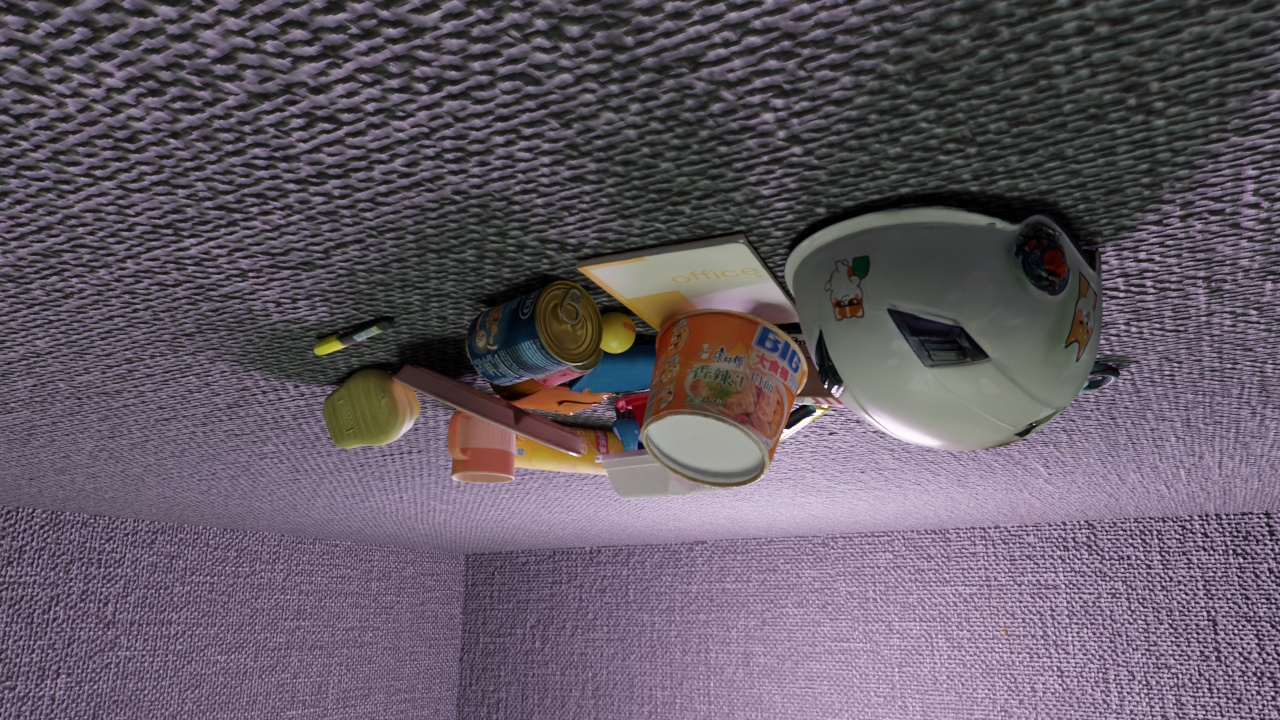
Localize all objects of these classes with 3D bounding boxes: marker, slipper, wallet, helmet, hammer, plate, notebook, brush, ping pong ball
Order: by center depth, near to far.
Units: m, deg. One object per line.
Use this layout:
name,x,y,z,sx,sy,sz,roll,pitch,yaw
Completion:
helmet,0.247,-0.009,0.739,0.273,0.156,0.231,13,159,-38
notebook,0.052,-0.061,0.820,0.146,0.010,0.206,-6,163,21
ping pong ball,-0.024,-0.027,0.882,0.040,0.040,0.040,0,164,0
marker,-0.293,-0.026,0.936,0.124,0.015,0.018,-16,159,35
wallet,-0.006,0.006,0.994,0.133,0.040,0.107,-2,165,-22
plate,-0.169,0.054,1.042,0.229,0.028,0.229,22,175,2
slipper,-0.323,0.057,1.124,0.081,0.091,0.191,-18,-179,-43
wallet,-0.101,0.040,1.132,0.107,0.031,0.132,12,161,-30
hammer,0.226,0.061,1.163,0.126,0.031,0.324,5,159,-17
brush,-0.007,0.105,1.273,0.055,0.073,0.144,2,165,8

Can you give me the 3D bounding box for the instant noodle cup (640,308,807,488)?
instant noodle cup,0.072,0.041,0.858,0.151,0.111,0.152,13,144,10

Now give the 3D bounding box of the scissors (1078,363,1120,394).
scissors,0.497,0.035,1.131,0.129,0.019,0.185,2,162,-6

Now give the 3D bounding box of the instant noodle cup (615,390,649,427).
instant noodle cup,0.070,0.067,1.104,0.194,0.066,0.194,-5,174,-1

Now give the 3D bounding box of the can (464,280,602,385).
can,-0.099,-0.023,0.836,0.075,0.075,0.111,15,159,-41

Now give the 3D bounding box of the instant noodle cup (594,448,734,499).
instant noodle cup,0.040,0.131,1.092,0.137,0.060,0.174,-2,171,-32

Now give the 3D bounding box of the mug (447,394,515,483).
mug,-0.213,0.100,1.200,0.082,0.105,0.114,-8,162,24

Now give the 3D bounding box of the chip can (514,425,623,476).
chip can,-0.125,0.129,1.365,0.213,0.072,0.072,9,161,-26

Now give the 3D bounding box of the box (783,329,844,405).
box,0.189,-0.006,0.929,0.163,0.076,0.088,2,136,3

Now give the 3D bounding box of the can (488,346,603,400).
can,-0.101,0.000,0.945,0.057,0.057,0.148,12,160,-35
